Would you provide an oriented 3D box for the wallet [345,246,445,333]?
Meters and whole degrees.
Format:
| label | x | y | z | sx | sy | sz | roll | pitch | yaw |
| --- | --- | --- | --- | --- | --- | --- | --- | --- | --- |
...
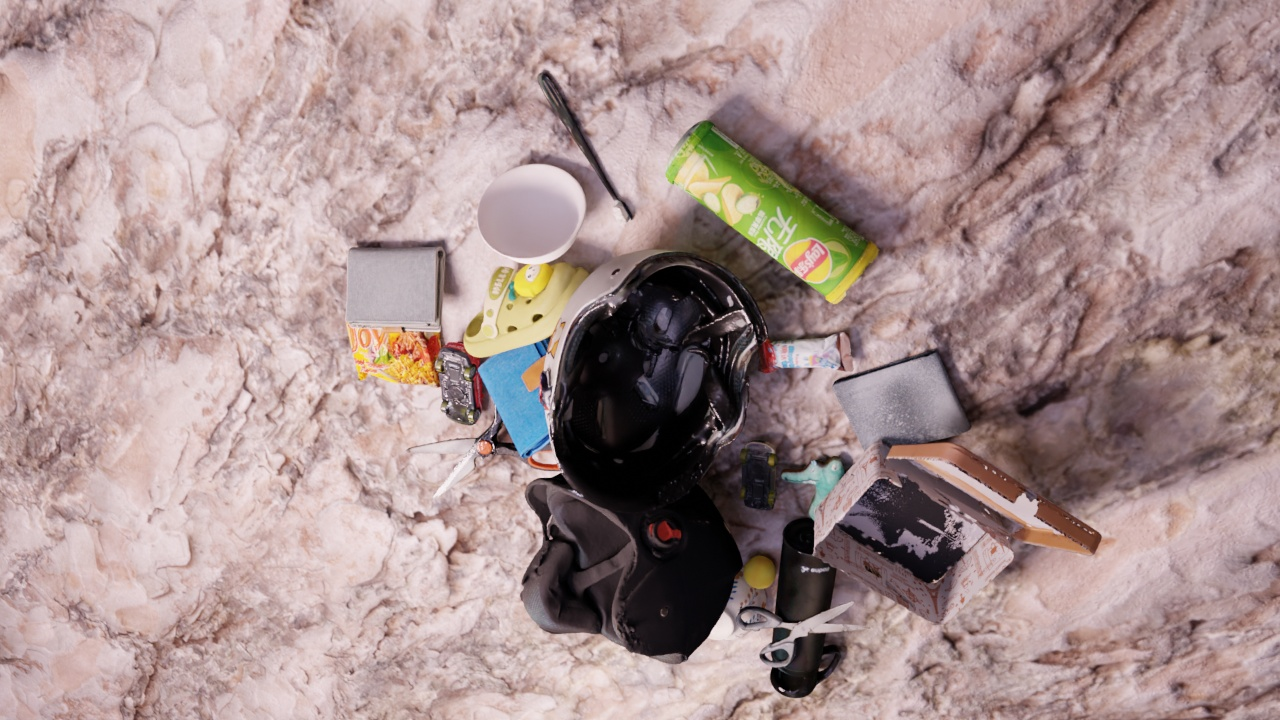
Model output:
| label | x | y | z | sx | sy | sz | roll | pitch | yaw |
| --- | --- | --- | --- | --- | --- | --- | --- | --- | --- |
| wallet | -0.299 | -0.086 | 1.122 | 0.130 | 0.037 | 0.106 | 2 | 91 | 20 |

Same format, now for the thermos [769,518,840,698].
| label | x | y | z | sx | sy | sz | roll | pitch | yaw |
| --- | --- | --- | --- | --- | --- | --- | --- | --- | --- |
| thermos | 0.210 | 0.308 | 1.133 | 0.090 | 0.068 | 0.243 | -7 | 121 | -11 |

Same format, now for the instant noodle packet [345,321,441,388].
| label | x | y | z | sx | sy | sz | roll | pitch | yaw |
| --- | --- | --- | --- | --- | --- | --- | --- | --- | --- |
| instant noodle packet | -0.316 | -0.019 | 1.174 | 0.128 | 0.044 | 0.111 | 6 | 115 | 20 |

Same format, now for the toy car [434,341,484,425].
| label | x | y | z | sx | sy | sz | roll | pitch | yaw |
| --- | --- | --- | --- | --- | --- | --- | --- | --- | --- |
| toy car | -0.225 | 0.029 | 1.161 | 0.053 | 0.045 | 0.121 | 17 | 128 | 15 |

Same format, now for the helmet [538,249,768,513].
| label | x | y | z | sx | sy | sz | roll | pitch | yaw |
| --- | --- | --- | --- | --- | --- | --- | --- | --- | --- |
| helmet | -0.006 | 0.006 | 0.974 | 0.229 | 0.157 | 0.274 | 9 | 107 | -27 |

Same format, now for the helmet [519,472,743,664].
| label | x | y | z | sx | sy | sz | roll | pitch | yaw |
| --- | --- | --- | --- | --- | --- | --- | --- | --- | --- |
| helmet | -0.011 | 0.222 | 1.073 | 0.234 | 0.229 | 0.275 | -11 | 110 | 54 |

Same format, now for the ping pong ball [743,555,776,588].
| label | x | y | z | sx | sy | sz | roll | pitch | yaw |
| --- | --- | --- | --- | --- | --- | --- | --- | --- | --- |
| ping pong ball | 0.148 | 0.263 | 1.139 | 0.040 | 0.040 | 0.040 | 10 | 120 | 17 |

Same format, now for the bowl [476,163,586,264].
| label | x | y | z | sx | sy | sz | roll | pitch | yaw |
| --- | --- | --- | --- | --- | --- | --- | --- | --- | --- |
| bowl | -0.113 | -0.147 | 1.000 | 0.118 | 0.118 | 0.065 | 16 | 160 | 13 |

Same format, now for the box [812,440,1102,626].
| label | x | y | z | sx | sy | sz | roll | pitch | yaw |
| --- | --- | --- | --- | --- | --- | --- | --- | --- | --- |
| box | 0.314 | 0.162 | 0.950 | 0.179 | 0.130 | 0.273 | 31 | 144 | -5 |

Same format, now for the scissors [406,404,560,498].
| label | x | y | z | sx | sy | sz | roll | pitch | yaw |
| --- | --- | --- | --- | --- | --- | --- | --- | --- | --- |
| scissors | -0.177 | 0.093 | 1.154 | 0.221 | 0.021 | 0.225 | 14 | 107 | -4 |

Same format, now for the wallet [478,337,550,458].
| label | x | y | z | sx | sy | sz | roll | pitch | yaw |
| --- | --- | --- | --- | --- | --- | --- | --- | --- | --- |
| wallet | -0.128 | 0.033 | 1.081 | 0.106 | 0.040 | 0.133 | -38 | 65 | 17 |

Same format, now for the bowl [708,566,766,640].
| label | x | y | z | sx | sy | sz | roll | pitch | yaw |
| --- | --- | --- | --- | --- | --- | --- | --- | --- | --- |
| bowl | 0.101 | 0.317 | 1.176 | 0.113 | 0.062 | 0.114 | 9 | 120 | 16 |

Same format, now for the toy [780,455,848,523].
| label | x | y | z | sx | sy | sz | roll | pitch | yaw |
| --- | --- | --- | --- | --- | --- | --- | --- | --- | --- |
| toy | 0.211 | 0.150 | 1.060 | 0.097 | 0.030 | 0.092 | 0 | 113 | 21 |

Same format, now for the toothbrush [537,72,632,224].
| label | x | y | z | sx | sy | sz | roll | pitch | yaw |
| --- | --- | --- | --- | --- | --- | --- | --- | --- | --- |
| toothbrush | -0.060 | -0.224 | 0.976 | 0.016 | 0.018 | 0.181 | -23 | 105 | 33 |

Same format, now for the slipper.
| label | x | y | z | sx | sy | sz | roll | pitch | yaw |
| --- | --- | --- | --- | --- | --- | --- | --- | --- | --- |
| slipper | -0.145 | -0.064 | 1.046 | 0.191 | 0.091 | 0.081 | -22 | 128 | 35 |

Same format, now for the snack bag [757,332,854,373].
| label | x | y | z | sx | sy | sz | roll | pitch | yaw |
| --- | --- | --- | --- | --- | --- | --- | --- | --- | --- |
| snack bag | 0.176 | -0.007 | 0.990 | 0.105 | 0.026 | 0.045 | -3 | 105 | 22 |

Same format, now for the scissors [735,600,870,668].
| label | x | y | z | sx | sy | sz | roll | pitch | yaw |
| --- | --- | --- | --- | --- | --- | --- | --- | --- | --- |
| scissors | 0.190 | 0.321 | 1.090 | 0.163 | 0.014 | 0.166 | 19 | 123 | 25 |

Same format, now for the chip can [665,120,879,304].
| label | x | y | z | sx | sy | sz | roll | pitch | yaw |
| --- | --- | --- | --- | --- | --- | --- | --- | --- | --- |
| chip can | 0.126 | -0.148 | 0.907 | 0.221 | 0.072 | 0.073 | 37 | 124 | 0 |

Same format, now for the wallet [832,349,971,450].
| label | x | y | z | sx | sy | sz | roll | pitch | yaw |
| --- | --- | --- | --- | --- | --- | --- | --- | --- | --- |
| wallet | 0.279 | 0.047 | 0.985 | 0.121 | 0.019 | 0.097 | -20 | 106 | 31 |

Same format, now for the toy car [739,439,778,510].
| label | x | y | z | sx | sy | sz | roll | pitch | yaw |
| --- | --- | --- | --- | --- | --- | --- | --- | --- | --- |
| toy car | 0.140 | 0.132 | 1.075 | 0.042 | 0.035 | 0.090 | 5 | 118 | 18 |
